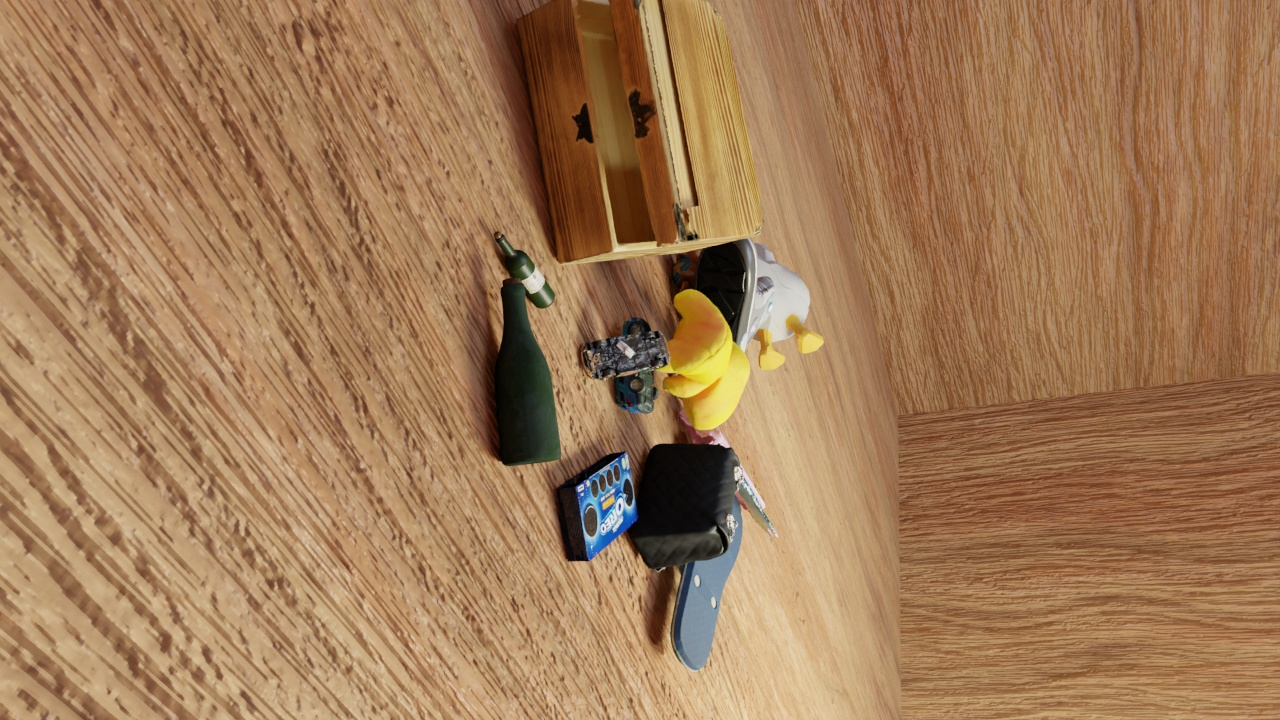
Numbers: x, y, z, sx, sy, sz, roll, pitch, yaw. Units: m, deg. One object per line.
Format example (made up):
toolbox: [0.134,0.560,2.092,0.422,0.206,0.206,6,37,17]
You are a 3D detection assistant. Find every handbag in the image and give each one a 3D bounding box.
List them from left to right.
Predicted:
handbag: [0.066,0.187,1.130,0.153,0.125,0.115,-71,146,-50]

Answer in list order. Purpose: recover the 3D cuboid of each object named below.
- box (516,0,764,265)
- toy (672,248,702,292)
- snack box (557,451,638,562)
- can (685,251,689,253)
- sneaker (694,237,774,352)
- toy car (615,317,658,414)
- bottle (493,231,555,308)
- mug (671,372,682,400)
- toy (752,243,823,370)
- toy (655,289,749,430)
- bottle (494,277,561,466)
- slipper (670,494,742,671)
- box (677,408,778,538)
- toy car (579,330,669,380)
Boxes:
box: [0.023,-0.261,1.039,0.246,0.176,0.279,-14,93,-49]
toy: [0.100,-0.133,1.362,0.103,0.090,0.070,17,52,-31]
snack box: [-0.044,0.157,0.999,0.150,0.027,0.082,-25,106,-67]
can: [0.096,-0.200,1.433,0.064,0.064,0.127,-27,107,-67]
sneaker: [0.153,-0.112,1.344,0.160,0.093,0.257,-42,153,-34]
toy car: [-0.007,0.007,1.125,0.056,0.044,0.120,33,54,-62]
bottle: [-0.117,-0.091,0.911,0.106,0.025,0.025,57,33,-47]
mug: [0.095,0.006,1.304,0.070,0.084,0.113,-62,177,-53]
toy: [0.224,-0.121,1.643,0.246,0.141,0.267,43,26,-56]
toy: [0.089,0.000,1.166,0.134,0.087,0.194,-65,151,-22]
bottle: [-0.110,0.009,0.853,0.055,0.055,0.174,8,73,-67]
slipper: [0.073,0.272,1.212,0.118,0.060,0.294,63,30,-31]
box: [0.141,0.172,1.325,0.159,0.035,0.230,46,-7,43]
toy car: [-0.023,-0.003,1.068,0.111,0.047,0.047,-10,80,-26]
